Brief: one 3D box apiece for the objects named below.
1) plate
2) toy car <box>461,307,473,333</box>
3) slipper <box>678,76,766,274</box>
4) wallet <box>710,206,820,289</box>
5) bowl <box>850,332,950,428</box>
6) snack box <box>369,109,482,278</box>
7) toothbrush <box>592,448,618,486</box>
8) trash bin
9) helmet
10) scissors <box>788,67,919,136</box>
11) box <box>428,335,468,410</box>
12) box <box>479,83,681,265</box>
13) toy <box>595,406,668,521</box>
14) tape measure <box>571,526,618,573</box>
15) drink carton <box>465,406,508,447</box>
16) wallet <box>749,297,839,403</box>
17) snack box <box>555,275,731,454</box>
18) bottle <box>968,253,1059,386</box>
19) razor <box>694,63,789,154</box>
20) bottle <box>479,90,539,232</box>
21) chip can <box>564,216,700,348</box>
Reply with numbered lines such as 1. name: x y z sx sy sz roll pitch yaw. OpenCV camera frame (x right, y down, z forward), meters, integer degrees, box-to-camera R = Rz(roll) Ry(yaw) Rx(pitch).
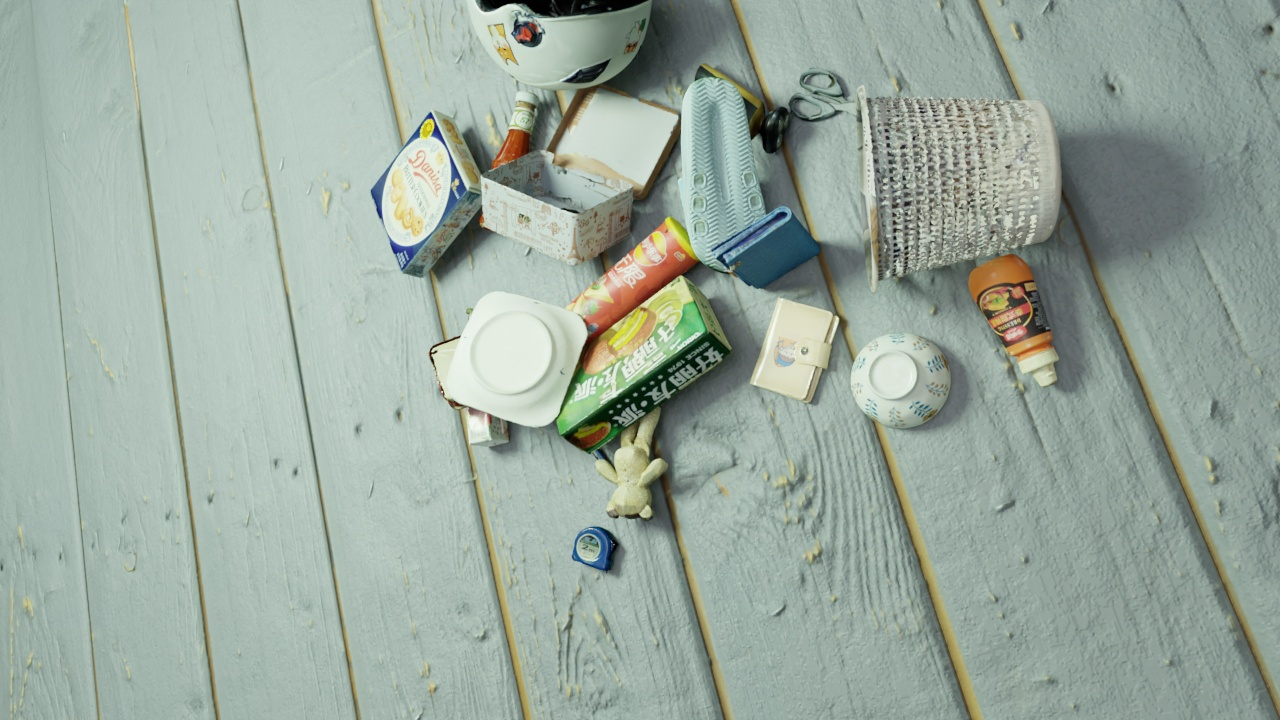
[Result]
1. plate: -0.164 -0.007 1.186 0.164 0.034 0.164 17 80 12
2. toy car: -0.232 -0.047 1.303 0.035 0.090 0.042 7 82 -2
3. slipper: 0.094 -0.230 1.161 0.104 0.074 0.245 -9 97 -15
4. wallet: 0.153 -0.133 1.107 0.106 0.133 0.040 -30 67 18
5. bowl: 0.294 0.020 1.056 0.114 0.062 0.113 -5 80 26
6. snack box: -0.318 -0.248 1.367 0.183 0.045 0.177 -45 56 26
7. toothbrush: -0.064 0.115 1.242 0.014 0.016 0.189 -41 70 5
8. trash bin: 0.339 -0.195 0.998 0.192 0.227 0.227 -5 80 12
9. helmet: -0.108 -0.451 1.255 0.274 0.229 0.157 26 136 25
10. scissors: 0.272 -0.323 1.145 0.175 0.014 0.135 -10 79 24
11. box: -0.194 -0.002 1.242 0.168 0.080 0.091 -21 78 -6
12. box: -0.077 -0.255 1.259 0.179 0.126 0.273 27 66 27
13. toy: -0.005 0.128 1.187 0.105 0.066 0.157 1 75 27
14. tape measure: -0.059 0.247 1.211 0.058 0.025 0.054 14 87 23
15. drink carton: -0.219 0.058 1.300 0.046 0.053 0.122 -12 77 19
16. wallet: 0.192 -0.012 1.131 0.087 0.024 0.115 19 89 26
17. snack box: -0.007 0.007 1.180 0.240 0.063 0.114 -36 43 17
18. bottle: 0.418 -0.041 1.010 0.067 0.066 0.149 -25 79 20
19. razor: 0.130 -0.337 1.199 0.067 0.062 0.167 -34 60 -15
20. bottle: -0.185 -0.287 1.332 0.060 0.059 0.206 11 87 26
21. chip can: -0.019 -0.097 1.218 0.217 0.073 0.073 -38 68 16
